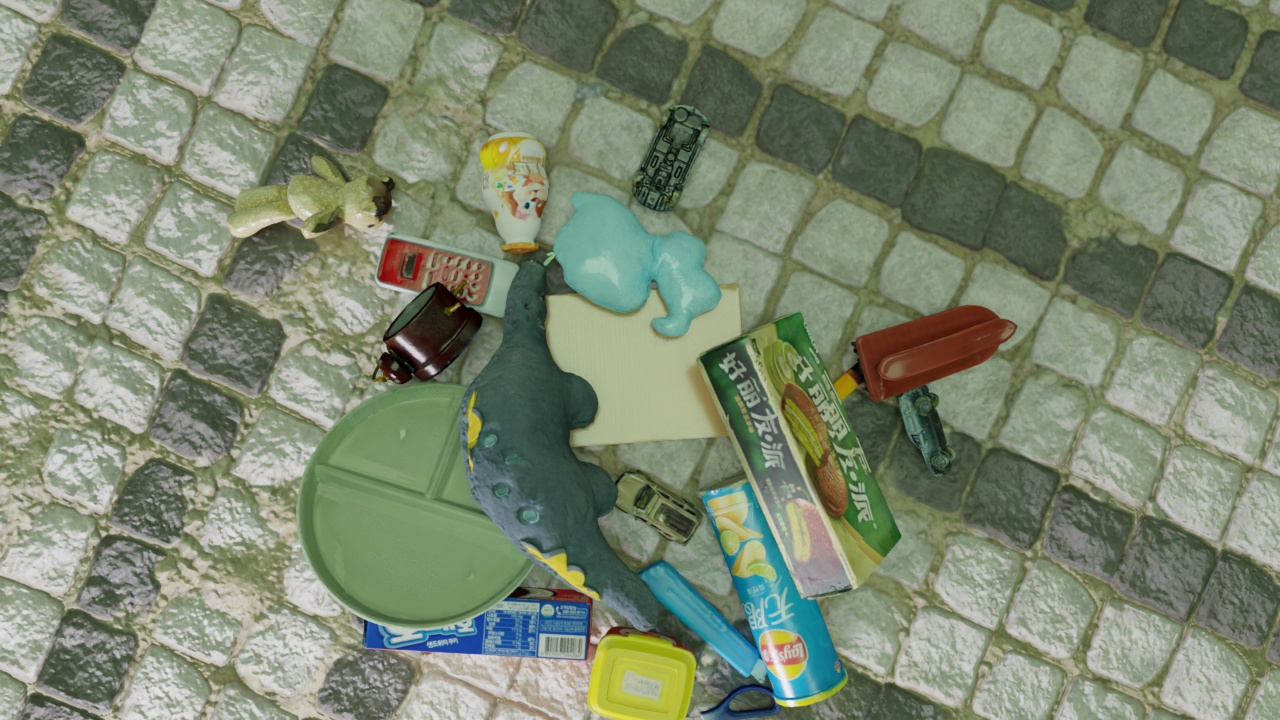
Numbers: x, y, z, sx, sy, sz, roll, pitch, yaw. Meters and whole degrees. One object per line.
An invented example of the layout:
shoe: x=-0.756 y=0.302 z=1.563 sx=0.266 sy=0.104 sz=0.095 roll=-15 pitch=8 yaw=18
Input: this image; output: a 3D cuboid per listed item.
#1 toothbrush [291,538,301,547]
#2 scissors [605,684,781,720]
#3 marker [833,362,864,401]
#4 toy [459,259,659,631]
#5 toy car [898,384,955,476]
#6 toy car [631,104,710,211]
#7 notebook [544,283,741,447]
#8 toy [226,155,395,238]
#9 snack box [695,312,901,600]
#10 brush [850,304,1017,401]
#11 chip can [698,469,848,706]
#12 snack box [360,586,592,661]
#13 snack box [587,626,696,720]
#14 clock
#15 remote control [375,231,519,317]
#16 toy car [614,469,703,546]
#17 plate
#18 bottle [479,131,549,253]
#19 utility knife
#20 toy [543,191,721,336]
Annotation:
toothbrush: x=-0.246 y=0.139 z=0.878 sx=0.187 sy=0.016 sz=0.017 roll=-22 pitch=81 yaw=-2
scissors: x=0.054 y=0.360 z=0.880 sx=0.173 sy=0.012 sz=0.126 roll=-29 pitch=89 yaw=0
marker: x=0.218 y=0.006 z=0.891 sx=0.124 sy=0.015 sz=0.018 roll=-41 pitch=91 yaw=-4
toy: x=-0.089 y=0.074 z=0.810 sx=0.137 sy=0.092 sz=0.356 roll=-10 pitch=71 yaw=-22
toy car: x=0.274 y=0.067 z=0.877 sx=0.034 sy=0.042 sz=0.090 roll=-20 pitch=86 yaw=25
toy car: x=0.029 y=-0.194 z=0.883 sx=0.049 sy=0.031 sz=0.105 roll=25 pitch=89 yaw=-1
notebook: x=-0.005 y=0.005 z=0.889 sx=0.211 sy=0.012 sz=0.149 roll=-4 pitch=87 yaw=-1
toy: x=-0.311 y=-0.144 z=0.866 sx=0.157 sy=0.066 sz=0.105 roll=-6 pitch=46 yaw=2
snack box: x=0.145 y=0.082 z=0.832 sx=0.063 sy=0.114 sz=0.240 roll=-25 pitch=88 yaw=37
brush: x=0.276 y=-0.012 z=0.857 sx=0.145 sy=0.069 sz=0.063 roll=-17 pitch=96 yaw=-9
chip can: x=0.123 y=0.207 z=0.855 sx=0.071 sy=0.071 sz=0.210 roll=-20 pitch=89 yaw=-2
snack box: x=-0.149 y=0.241 z=0.855 sx=0.207 sy=0.058 sz=0.057 roll=3 pitch=88 yaw=-1
snack box: x=0.000 y=0.289 z=0.846 sx=0.091 sy=0.080 sz=0.082 roll=12 pitch=87 yaw=-1
clock: x=-0.201 y=-0.020 z=0.846 sx=0.122 sy=0.082 sz=0.055 roll=-38 pitch=114 yaw=14
remote control: x=-0.185 y=-0.082 z=0.882 sx=0.136 sy=0.020 sz=0.056 roll=15 pitch=87 yaw=0
toy car: x=0.014 y=0.139 z=0.873 sx=0.090 sy=0.035 sz=0.042 roll=32 pitch=87 yaw=2
plate: x=-0.194 y=0.130 z=0.841 sx=0.230 sy=0.027 sz=0.229 roll=1 pitch=68 yaw=-3
bottle: x=-0.117 y=-0.157 z=0.865 sx=0.063 sy=0.063 sz=0.108 roll=-4 pitch=89 yaw=-1
utility knife: x=0.063 y=0.251 z=0.880 sx=0.161 sy=0.018 sz=0.034 roll=43 pitch=91 yaw=-2
toy: x=-0.010 y=-0.093 z=0.869 sx=0.156 sy=0.050 sz=0.161 roll=-14 pitch=79 yaw=-15
